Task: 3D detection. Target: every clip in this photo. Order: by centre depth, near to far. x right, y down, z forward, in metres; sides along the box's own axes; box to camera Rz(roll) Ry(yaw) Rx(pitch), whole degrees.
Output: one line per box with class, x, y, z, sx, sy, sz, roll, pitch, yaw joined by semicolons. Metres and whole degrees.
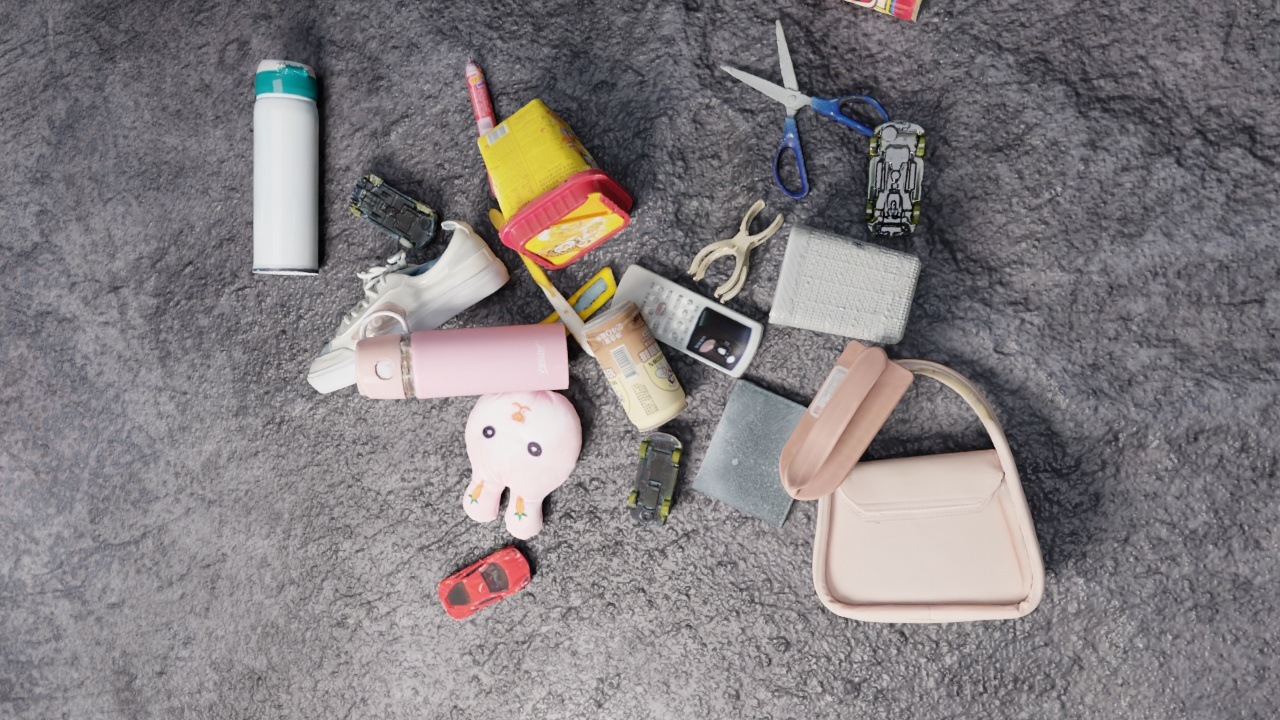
clip;0.080;-0.111;0.871;0.084;0.034;0.104;23;90;20

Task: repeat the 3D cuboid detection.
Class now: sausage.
sausage;-0.155;-0.235;0.935;0.020;0.020;0.156;-13;90;15

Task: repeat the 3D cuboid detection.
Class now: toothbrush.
toothbrush;-0.096;-0.078;0.919;0.016;0.018;0.191;-39;77;10

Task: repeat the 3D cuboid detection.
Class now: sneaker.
sneaker;-0.255;-0.056;0.929;0.242;0.089;0.091;-32;104;11

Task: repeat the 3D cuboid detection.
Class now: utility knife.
utility knife;-0.083;-0.039;0.927;0.154;0.015;0.033;-41;84;13

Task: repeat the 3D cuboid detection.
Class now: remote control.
remote control;0.044;-0.039;0.890;0.150;0.021;0.058;26;99;13

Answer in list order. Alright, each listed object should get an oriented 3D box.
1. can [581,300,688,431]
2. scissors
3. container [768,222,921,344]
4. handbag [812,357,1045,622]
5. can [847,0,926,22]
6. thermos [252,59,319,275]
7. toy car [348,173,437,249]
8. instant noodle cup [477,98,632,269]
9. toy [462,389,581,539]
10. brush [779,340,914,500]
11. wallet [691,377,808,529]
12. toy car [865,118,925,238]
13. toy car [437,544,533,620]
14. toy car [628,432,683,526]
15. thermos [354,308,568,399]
can;-0.005;0.005;0.876;0.059;0.058;0.116;-27;98;14
scissors;0.151;-0.233;0.856;0.175;0.012;0.162;11;96;15
container;0.182;-0.065;0.819;0.114;0.090;0.090;14;97;10
handbag;0.248;0.113;0.821;0.193;0.093;0.234;-7;83;16
can;0.193;-0.348;0.818;0.133;0.053;0.053;23;98;13
thermos;-0.376;-0.204;0.974;0.073;0.073;0.224;2;93;15
toy car;-0.256;-0.155;0.959;0.105;0.031;0.049;32;101;13
instant noodle cup;-0.087;-0.170;0.879;0.116;0.116;0.123;-32;73;13
toy;-0.124;0.101;0.927;0.121;0.054;0.159;17;101;13
brush;0.169;0.056;0.789;0.063;0.073;0.145;34;87;23
wallet;0.115;0.088;0.880;0.097;0.019;0.121;24;97;14
toy car;0.230;-0.163;0.827;0.048;0.032;0.105;4;97;15
toy car;-0.162;0.231;0.955;0.106;0.031;0.049;-28;86;13
toy car;0.016;0.115;0.898;0.042;0.035;0.090;12;95;13
thermos;-0.170;-0.009;0.882;0.198;0.067;0.087;-2;94;-7
